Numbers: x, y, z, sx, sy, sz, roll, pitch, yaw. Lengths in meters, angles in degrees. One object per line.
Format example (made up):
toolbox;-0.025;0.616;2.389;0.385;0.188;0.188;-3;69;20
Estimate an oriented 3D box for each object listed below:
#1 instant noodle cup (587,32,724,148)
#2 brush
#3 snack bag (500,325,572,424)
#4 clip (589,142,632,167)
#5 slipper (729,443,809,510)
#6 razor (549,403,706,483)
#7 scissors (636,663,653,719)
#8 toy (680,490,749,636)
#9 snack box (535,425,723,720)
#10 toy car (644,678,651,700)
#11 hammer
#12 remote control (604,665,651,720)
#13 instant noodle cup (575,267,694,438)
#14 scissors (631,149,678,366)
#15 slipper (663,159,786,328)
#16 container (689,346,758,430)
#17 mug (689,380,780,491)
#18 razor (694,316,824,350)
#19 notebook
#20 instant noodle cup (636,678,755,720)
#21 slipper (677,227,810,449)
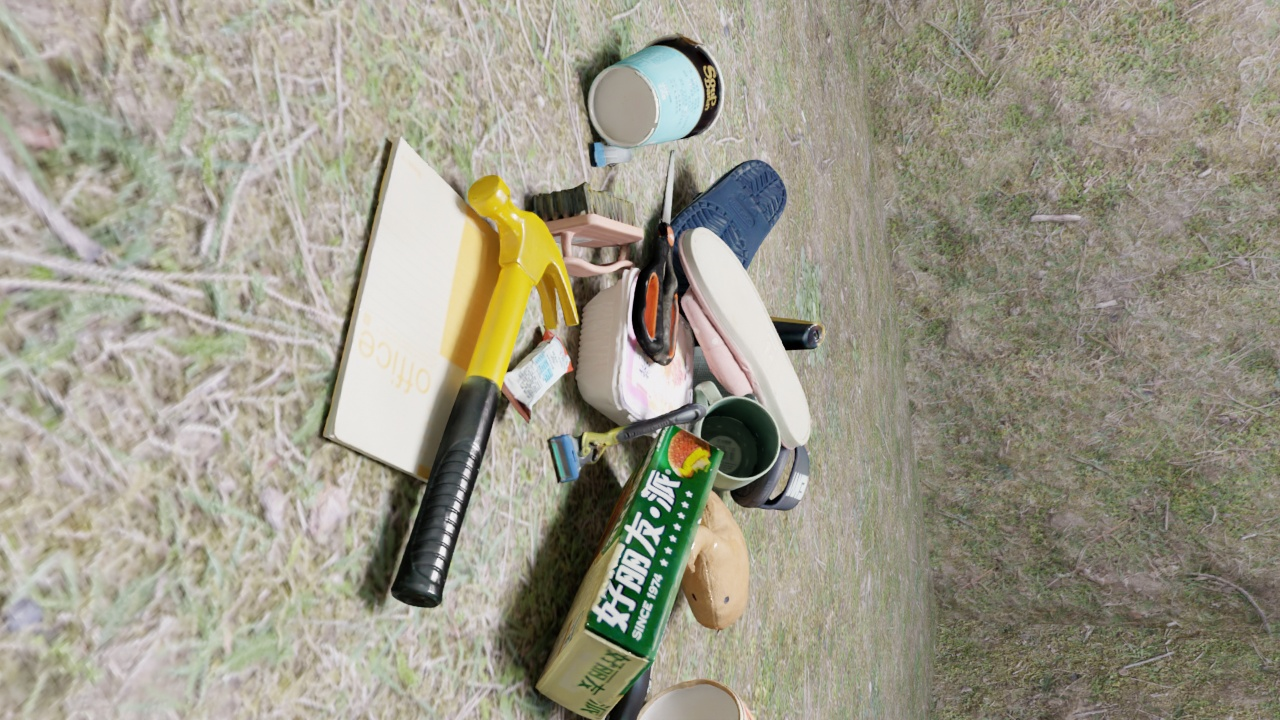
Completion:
instant noodle cup;0.009;-0.262;0.910;0.120;0.111;0.111;-38;122;-53
brush;-0.040;-0.110;0.811;0.145;0.063;0.073;-3;85;-69
snack bag;-0.083;0.009;0.734;0.048;0.026;0.103;56;33;-15
clip;-0.033;-0.202;0.905;0.056;0.028;0.024;-20;102;-57
slipper;0.167;0.125;1.117;0.111;0.083;0.268;-63;179;4
razor;-0.009;0.062;0.799;0.022;0.142;0.043;-139;-147;-66
scissors;-0.016;0.356;0.800;0.214;0.015;0.196;102;6;-82
toy;0.070;0.205;0.929;0.226;0.082;0.143;43;30;-86
snack box;-0.005;0.171;0.778;0.115;0.063;0.239;-59;-177;40
toy car;-0.014;0.258;0.829;0.031;0.049;0.105;39;50;-55
hammer;-0.109;0.020;0.631;0.129;0.033;0.300;50;43;-45
remote control;-0.014;0.294;0.771;0.053;0.024;0.137;-63;175;-63
instant noodle cup;-0.005;0.005;0.876;0.173;0.060;0.137;40;51;-58
scissors;0.019;-0.111;0.849;0.125;0.022;0.234;14;72;-66
slipper;0.079;-0.139;1.060;0.105;0.095;0.252;43;59;-11
container;0.093;0.052;1.066;0.090;0.090;0.111;64;35;-41
mug;0.084;0.077;0.941;0.111;0.082;0.106;64;-12;11
razor;0.138;-0.035;1.081;0.067;0.168;0.062;-42;124;-39
notebook;-0.142;-0.024;0.622;0.146;0.010;0.206;45;46;-57
instant noodle cup;0.060;0.387;0.872;0.111;0.152;0.151;65;30;-24
slipper;0.102;-0.017;0.960;0.274;0.055;0.113;57;32;-25
